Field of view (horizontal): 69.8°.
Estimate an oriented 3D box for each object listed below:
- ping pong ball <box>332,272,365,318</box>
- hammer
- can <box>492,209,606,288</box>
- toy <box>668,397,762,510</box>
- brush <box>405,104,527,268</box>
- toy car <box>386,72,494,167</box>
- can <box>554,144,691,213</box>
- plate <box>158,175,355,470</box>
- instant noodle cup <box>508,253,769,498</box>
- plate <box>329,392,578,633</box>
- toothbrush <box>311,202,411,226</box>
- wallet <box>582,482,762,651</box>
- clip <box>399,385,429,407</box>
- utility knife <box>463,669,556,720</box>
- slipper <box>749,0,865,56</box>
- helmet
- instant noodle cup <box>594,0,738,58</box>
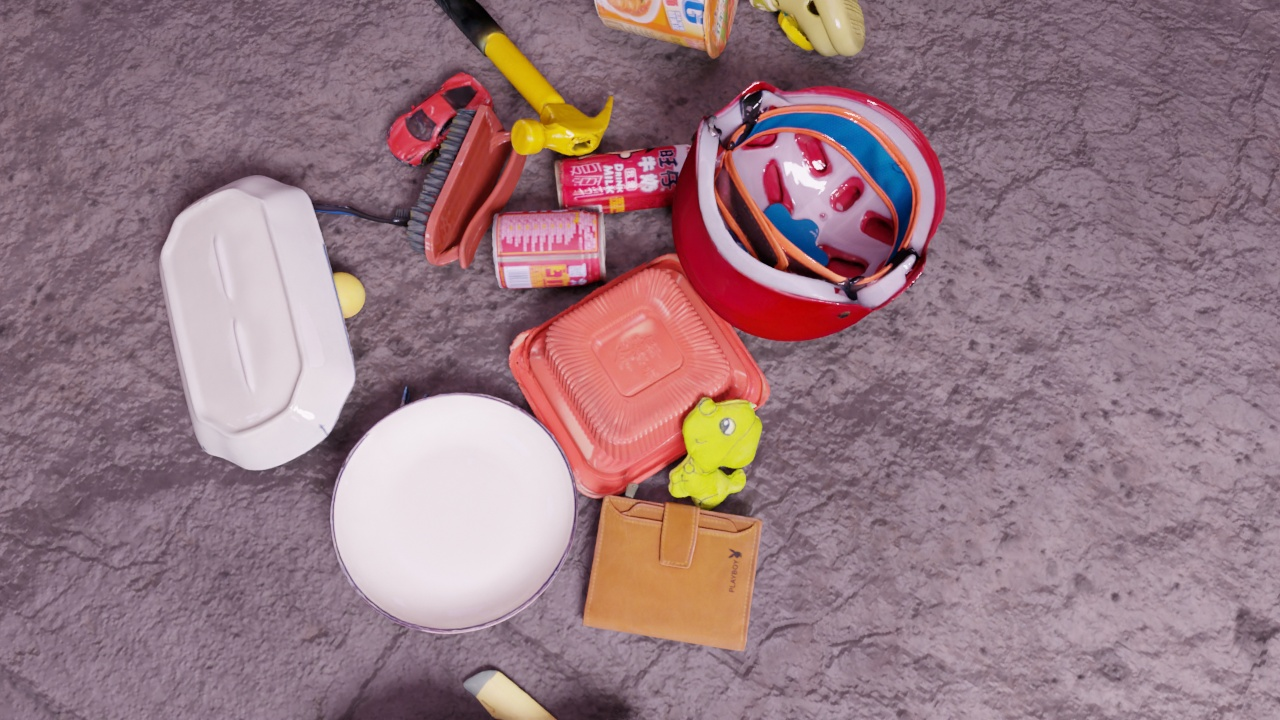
[{"bbox_3d":[-0.261,-0.057,0.800,0.040,0.040,0.040,0,73,0],"label":"ping pong ball"},{"bbox_3d":[-0.134,-0.293,0.851,0.128,0.033,0.300,-17,59,-45],"label":"hammer"},{"bbox_3d":[-0.077,-0.097,0.797,0.094,0.066,0.066,-3,73,0],"label":"can"},{"bbox_3d":[0.062,0.073,0.738,0.100,0.096,0.031,-50,37,10],"label":"toy"},{"bbox_3d":[-0.152,-0.149,0.815,0.069,0.063,0.145,17,75,19],"label":"brush"},{"bbox_3d":[-0.189,-0.224,0.855,0.106,0.031,0.049,-40,76,-8],"label":"toy car"},{"bbox_3d":[-0.008,-0.161,0.822,0.133,0.053,0.053,-7,74,-1],"label":"can"},{"bbox_3d":[-0.336,-0.040,0.777,0.162,0.034,0.265,-22,73,11],"label":"plate"},{"bbox_3d":[-0.004,0.004,0.761,0.188,0.079,0.164,-32,76,-7],"label":"instant noodle cup"},{"bbox_3d":[-0.147,0.121,0.735,0.192,0.039,0.192,2,68,-5],"label":"plate"},{"bbox_3d":[-0.286,-0.140,0.839,0.189,0.014,0.016,8,73,4],"label":"toothbrush"},{"bbox_3d":[0.027,0.162,0.735,0.131,0.035,0.119,8,87,3],"label":"wallet"},{"bbox_3d":[-0.200,0.051,0.777,0.043,0.027,0.058,21,78,-1],"label":"clip"},{"bbox_3d":[-0.059,0.302,0.703,0.190,0.020,0.031,37,82,17],"label":"utility knife"},{"bbox_3d":[0.145,-0.363,0.875,0.082,0.091,0.190,-30,83,33],"label":"slipper"},{"bbox_3d":[0.128,-0.114,0.764,0.239,0.144,0.207,-33,78,-33],"label":"helmet"},{"bbox_3d":[0.027,-0.362,0.839,0.111,0.151,0.151,12,74,12],"label":"instant noodle cup"}]
